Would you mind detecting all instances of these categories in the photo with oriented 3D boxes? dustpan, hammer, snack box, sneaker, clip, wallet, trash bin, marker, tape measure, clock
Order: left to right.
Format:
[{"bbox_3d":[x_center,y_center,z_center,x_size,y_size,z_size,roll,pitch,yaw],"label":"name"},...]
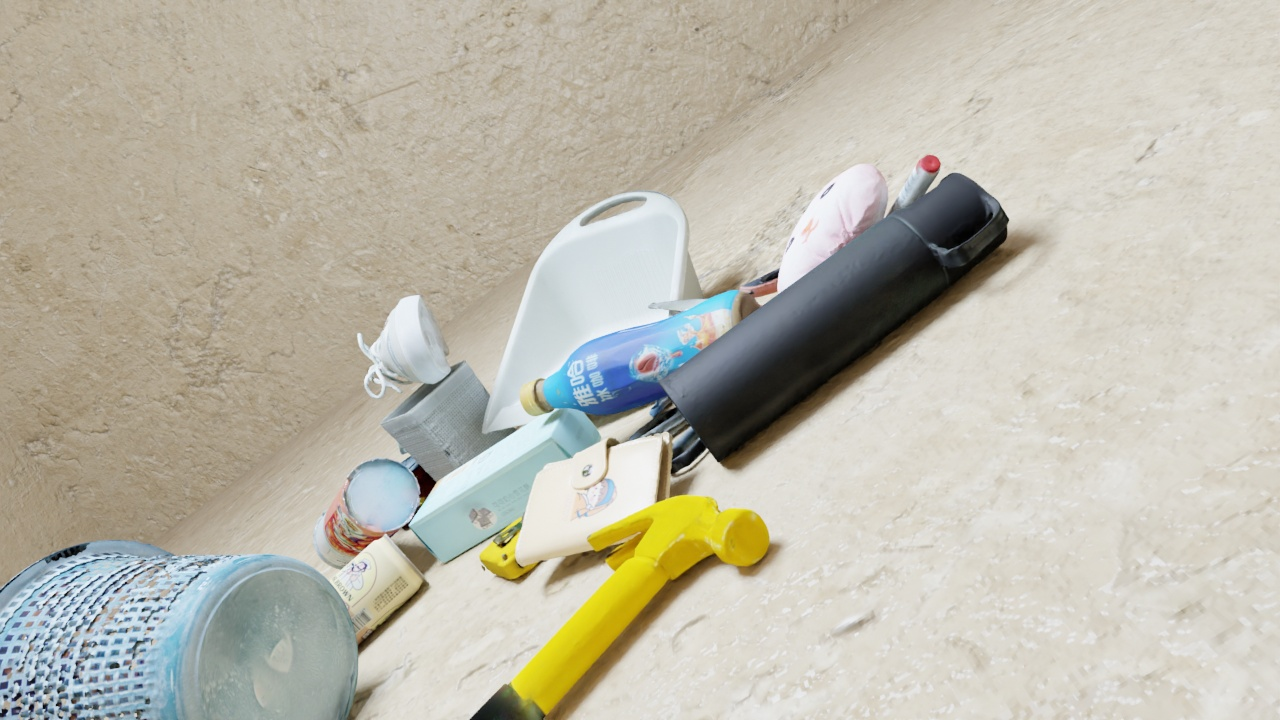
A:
[{"bbox_3d":[-0.322,0.228,0.655,0.195,0.226,0.225,-15,23,26],"label":"trash bin"},{"bbox_3d":[-0.255,-0.013,0.963,0.090,0.089,0.242,-23,8,-9],"label":"sneaker"},{"bbox_3d":[-0.261,0.147,1.031,0.122,0.055,0.081,-23,20,46],"label":"clock"},{"bbox_3d":[-0.119,0.107,0.815,0.175,0.051,0.074,-33,16,22],"label":"snack box"},{"bbox_3d":[-0.093,0.138,0.697,0.057,0.029,0.060,-43,15,-25],"label":"tape measure"},{"bbox_3d":[-0.061,0.179,0.479,0.300,0.033,0.129,-43,15,-23],"label":"hammer"},{"bbox_3d":[-0.048,-0.066,0.946,0.223,0.143,0.256,-13,21,31],"label":"dustpan"},{"bbox_3d":[-0.031,0.091,0.631,0.115,0.024,0.087,-20,41,30],"label":"wallet"},{"bbox_3d":[0.027,0.025,0.793,0.058,0.043,0.027,-35,12,-8],"label":"clip"},{"bbox_3d":[0.190,-0.106,0.676,0.017,0.017,0.145,-42,-13,-16],"label":"marker"}]

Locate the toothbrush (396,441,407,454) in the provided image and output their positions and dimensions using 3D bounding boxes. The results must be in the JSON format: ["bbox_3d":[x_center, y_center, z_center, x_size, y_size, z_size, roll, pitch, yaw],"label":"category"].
[{"bbox_3d":[-0.187,0.068,1.060,0.189,0.029,0.020,-19,55,-12],"label":"toothbrush"}]

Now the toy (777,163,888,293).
[{"bbox_3d":[0.149,-0.100,0.716,0.121,0.054,0.159,-57,1,23],"label":"toy"}]

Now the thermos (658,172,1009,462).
[{"bbox_3d":[0.128,-0.030,0.603,0.242,0.068,0.090,-37,8,1],"label":"thermos"}]

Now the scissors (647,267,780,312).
[{"bbox_3d":[0.090,-0.051,0.790,0.188,0.015,0.227,-33,25,-15],"label":"scissors"}]

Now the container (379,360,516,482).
[{"bbox_3d":[-0.194,0.076,0.969,0.090,0.114,0.090,-18,23,52],"label":"container"}]

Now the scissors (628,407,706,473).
[{"bbox_3d":[0.062,0.030,0.704,0.160,0.014,0.180,-21,19,39],"label":"scissors"}]

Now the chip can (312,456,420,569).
[{"bbox_3d":[-0.275,0.155,0.909,0.071,0.071,0.215,-47,4,-33],"label":"chip can"}]

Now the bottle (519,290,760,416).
[{"bbox_3d":[-0.004,0.004,0.734,0.219,0.065,0.065,-17,22,30],"label":"bottle"}]

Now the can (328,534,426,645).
[{"bbox_3d":[-0.246,0.208,0.786,0.116,0.058,0.059,-43,15,-18],"label":"can"}]
